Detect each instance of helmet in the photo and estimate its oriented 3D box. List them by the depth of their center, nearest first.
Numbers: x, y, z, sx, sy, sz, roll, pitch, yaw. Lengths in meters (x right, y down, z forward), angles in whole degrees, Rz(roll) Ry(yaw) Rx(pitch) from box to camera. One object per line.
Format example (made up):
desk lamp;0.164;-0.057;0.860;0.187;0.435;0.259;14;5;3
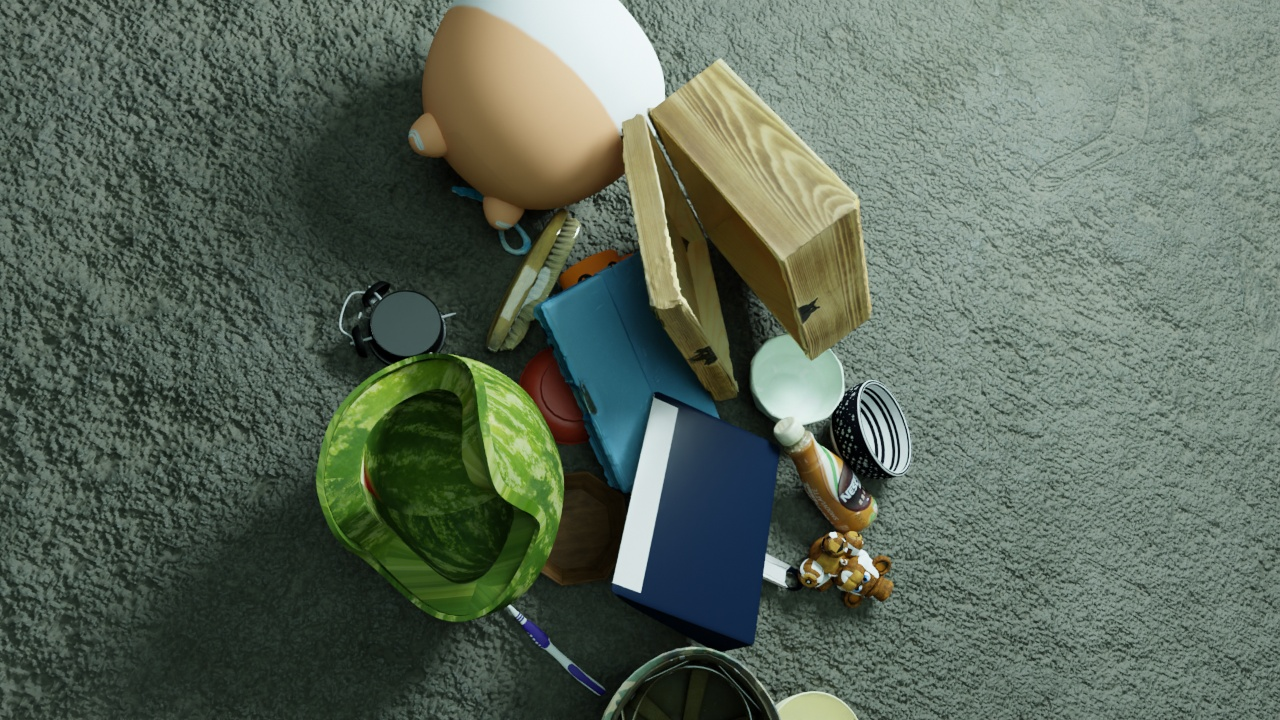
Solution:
helmet;0.049;0.404;0.910;0.193;0.237;0.223;11;63;4
helmet;-0.186;0.122;0.923;0.213;0.247;0.242;-16;37;6

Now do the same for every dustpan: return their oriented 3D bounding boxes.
dustpan;0.092;0.199;1.029;0.273;0.080;0.235;25;57;-18

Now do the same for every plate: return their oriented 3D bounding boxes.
plate;-0.077;0.191;1.043;0.131;0.025;0.131;3;76;-13

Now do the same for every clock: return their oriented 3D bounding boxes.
clock;-0.278;-0.040;1.039;0.120;0.043;0.091;17;73;-10

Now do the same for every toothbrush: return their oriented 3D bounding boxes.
toothbrush;-0.110;0.308;1.013;0.186;0.015;0.016;43;76;-1

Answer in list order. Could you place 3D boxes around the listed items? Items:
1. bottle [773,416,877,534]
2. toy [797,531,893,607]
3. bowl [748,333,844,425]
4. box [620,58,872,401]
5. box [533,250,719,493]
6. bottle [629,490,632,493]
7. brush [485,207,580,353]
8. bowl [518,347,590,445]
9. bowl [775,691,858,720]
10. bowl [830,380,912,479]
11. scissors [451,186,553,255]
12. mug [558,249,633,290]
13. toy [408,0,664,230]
bottle;0.215;0.134;1.086;0.059;0.059;0.167;-47;111;-19
toy;0.247;0.249;1.088;0.112;0.067;0.087;33;105;-6
bowl;0.184;0.030;1.124;0.117;0.061;0.117;2;72;-7
box;0.086;-0.131;1.007;0.221;0.279;0.258;-36;64;3
box;-0.006;0.006;1.032;0.174;0.034;0.231;-33;108;-32
bottle;0.014;0.165;1.061;0.045;0.045;0.184;-40;89;-19
brush;-0.126;-0.093;1.082;0.043;0.059;0.195;29;74;-14
bowl;-0.081;0.036;1.074;0.122;0.035;0.122;3;76;-13
bowl;0.180;0.428;1.024;0.118;0.074;0.118;3;76;-13
bowl;0.272;0.091;1.126;0.120;0.067;0.120;24;55;-40
scissors;-0.158;-0.200;1.125;0.127;0.012;0.137;-35;86;-18
mug;-0.026;-0.078;1.091;0.112;0.078;0.096;-26;84;-16
toy;-0.119;-0.296;1.033;0.263;0.266;0.280;44;78;-30
